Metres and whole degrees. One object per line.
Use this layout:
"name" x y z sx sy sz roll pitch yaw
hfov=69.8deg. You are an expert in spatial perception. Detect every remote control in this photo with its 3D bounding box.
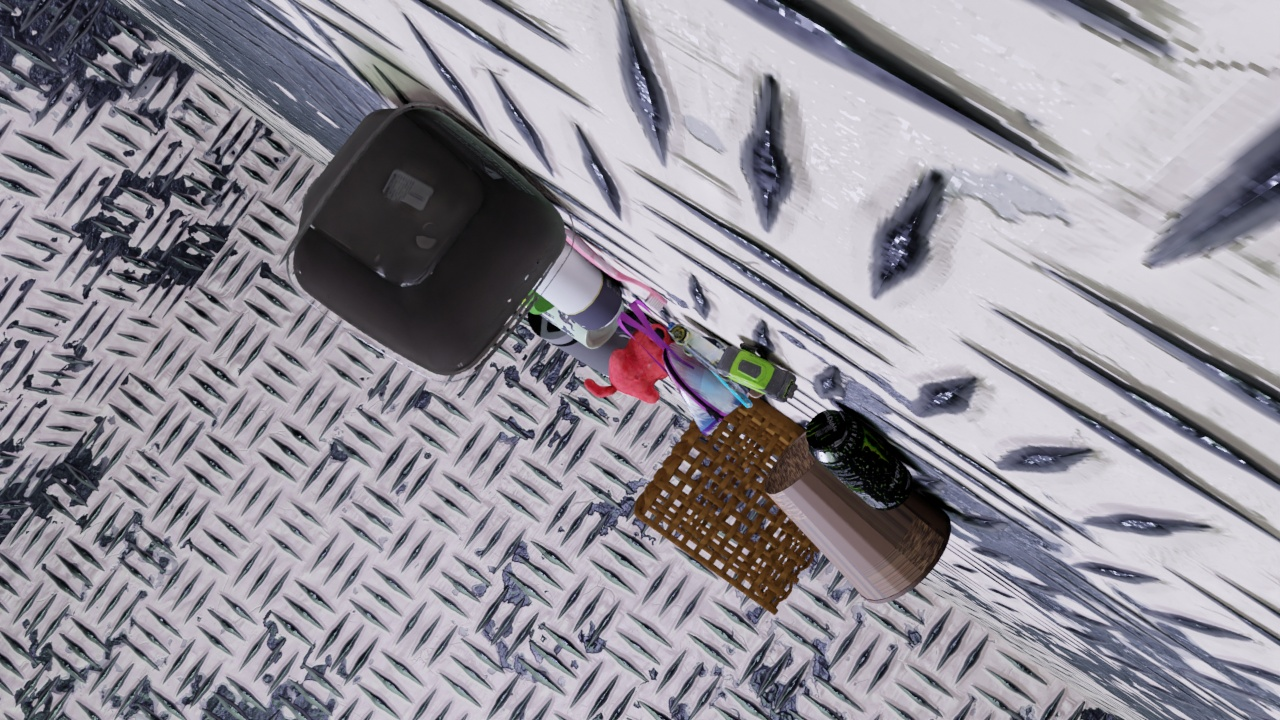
"remote control" -0.018 -0.051 1.222 0.015 0.032 0.136 55 171 -8

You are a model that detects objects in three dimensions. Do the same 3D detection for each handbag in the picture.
"handbag" 0.043 -0.001 1.061 0.170 0.068 0.144 44 -165 -5

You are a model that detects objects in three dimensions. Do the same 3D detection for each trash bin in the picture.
"trash bin" -0.209 -0.128 0.855 0.197 0.197 0.220 37 -178 -31

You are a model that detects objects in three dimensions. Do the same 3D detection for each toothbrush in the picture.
"toothbrush" -0.031 -0.092 0.919 0.135 0.016 0.021 35 176 -4

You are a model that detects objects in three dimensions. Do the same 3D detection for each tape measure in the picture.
"tape measure" 0.104 0.007 0.844 0.058 0.036 0.066 26 180 -42

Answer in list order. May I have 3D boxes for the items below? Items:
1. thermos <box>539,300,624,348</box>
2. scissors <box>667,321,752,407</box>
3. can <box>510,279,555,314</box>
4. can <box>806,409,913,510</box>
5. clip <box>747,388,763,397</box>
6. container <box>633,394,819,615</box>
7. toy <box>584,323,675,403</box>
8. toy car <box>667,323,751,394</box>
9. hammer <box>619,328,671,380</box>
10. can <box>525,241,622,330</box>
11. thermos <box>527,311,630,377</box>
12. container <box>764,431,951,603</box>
"thermos" -0.132 -0.107 1.200 0.231 0.082 0.082 34 176 23
"scissors" 0.078 0.006 0.996 0.135 0.015 0.066 51 -169 30
"can" -0.159 -0.125 1.126 0.144 0.083 0.083 34 176 22
"can" 0.208 0.095 0.866 0.137 0.054 0.054 39 175 -40
"clip" 0.112 0.017 0.982 0.039 0.024 0.060 42 -177 -40
"container" 0.143 0.181 1.283 0.219 0.214 0.251 35 176 3
"toy" -0.007 0.007 1.173 0.088 0.133 0.094 56 -177 -19
"toy car" 0.075 -0.006 0.946 0.105 0.033 0.048 38 180 23
"hammer" 0.038 0.000 1.391 0.111 0.028 0.300 33 176 14
"can" -0.079 -0.088 1.028 0.127 0.064 0.064 39 175 -41
"thermos" -0.074 -0.039 1.346 0.082 0.082 0.240 34 180 26
"container" 0.232 0.162 1.011 0.167 0.132 0.132 42 176 -8
